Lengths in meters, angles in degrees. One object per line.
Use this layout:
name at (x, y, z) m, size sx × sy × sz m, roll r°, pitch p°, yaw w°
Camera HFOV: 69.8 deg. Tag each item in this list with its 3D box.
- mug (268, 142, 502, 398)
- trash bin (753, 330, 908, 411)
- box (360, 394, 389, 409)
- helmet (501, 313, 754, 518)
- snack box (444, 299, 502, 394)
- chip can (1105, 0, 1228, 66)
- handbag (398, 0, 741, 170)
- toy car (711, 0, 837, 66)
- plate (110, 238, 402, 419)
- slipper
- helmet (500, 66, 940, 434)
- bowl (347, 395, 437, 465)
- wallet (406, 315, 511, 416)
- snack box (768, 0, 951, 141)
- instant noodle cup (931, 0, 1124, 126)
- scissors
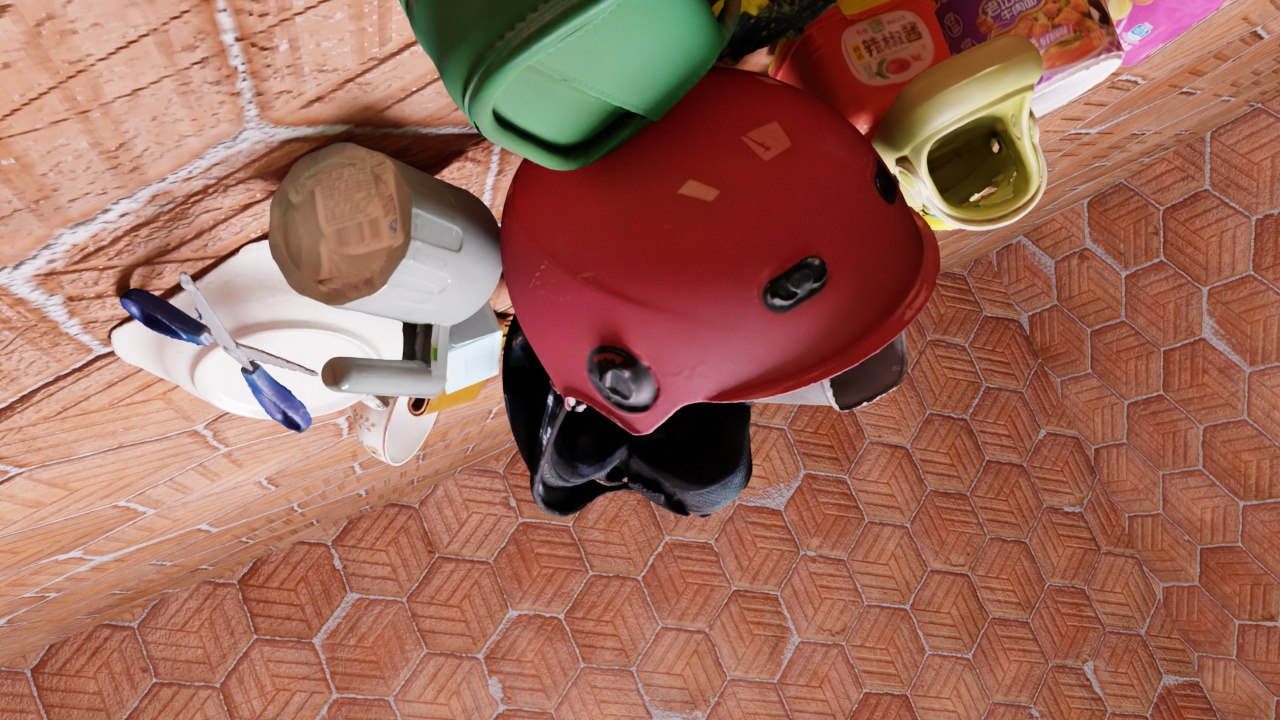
mug at (-0.130, -0.042, 0.480) m, size 0.084 × 0.124 × 0.103 m, roll 1°, pitch 178°, yaw 14°
trash bin at (0.128, -0.050, 0.941) m, size 0.220 × 0.199 × 0.198 m, roll -6°, pitch -174°, yaw 37°
box at (-0.222, 0.002, 0.759) m, size 0.081 × 0.075 × 0.164 m, roll -34°, pitch 177°, yaw -10°
helmet at (-0.005, 0.005, 0.777) m, size 0.274 × 0.230 × 0.234 m, roll -30°, pitch 146°, yaw -21°
snack box at (-0.148, -0.028, 0.727) m, size 0.051 × 0.074 × 0.175 m, roll -23°, pitch 174°, yaw -14°
chip can at (0.405, -0.287, 0.631) m, size 0.071 × 0.071 × 0.211 m, roll -22°, pitch 173°, yaw -20°
handbag at (-0.021, -0.138, 0.364) m, size 0.120 × 0.068 × 0.131 m, roll -33°, pitch 171°, yaw 14°
toy car at (0.070, -0.181, 0.463) m, size 0.105 × 0.032 × 0.048 m, roll -34°, pitch -179°, yaw -40°
plate at (-0.222, -0.003, 0.582) m, size 0.164 × 0.034 × 0.163 m, roll -26°, pitch 150°, yaw 19°
slipper at (0.176, -0.108, 0.511) m, size 0.092 × 0.081 × 0.190 m, roll -22°, pitch 171°, yaw 7°
helmet at (0.022, -0.076, 0.483) m, size 0.206 × 0.144 × 0.240 m, roll -47°, pitch -151°, yaw -25°
bowl at (-0.244, 0.039, 0.896) m, size 0.062 × 0.113 × 0.113 m, roll 21°, pitch 180°, yaw 11°
wallet at (-0.170, -0.003, 0.904) m, size 0.119 × 0.035 × 0.130 m, roll -54°, pitch 173°, yaw 10°
snack box at (0.134, -0.172, 0.547) m, size 0.091 × 0.080 × 0.082 m, roll -23°, pitch 174°, yaw -9°
instant noodle cup at (0.236, -0.206, 0.569) m, size 0.111 × 0.099 × 0.111 m, roll -22°, pitch 175°, yaw -2°
scissors at (-0.213, -0.005, 0.475) m, size 0.012 × 0.162 × 0.176 m, roll -57°, pitch 159°, yaw -24°
